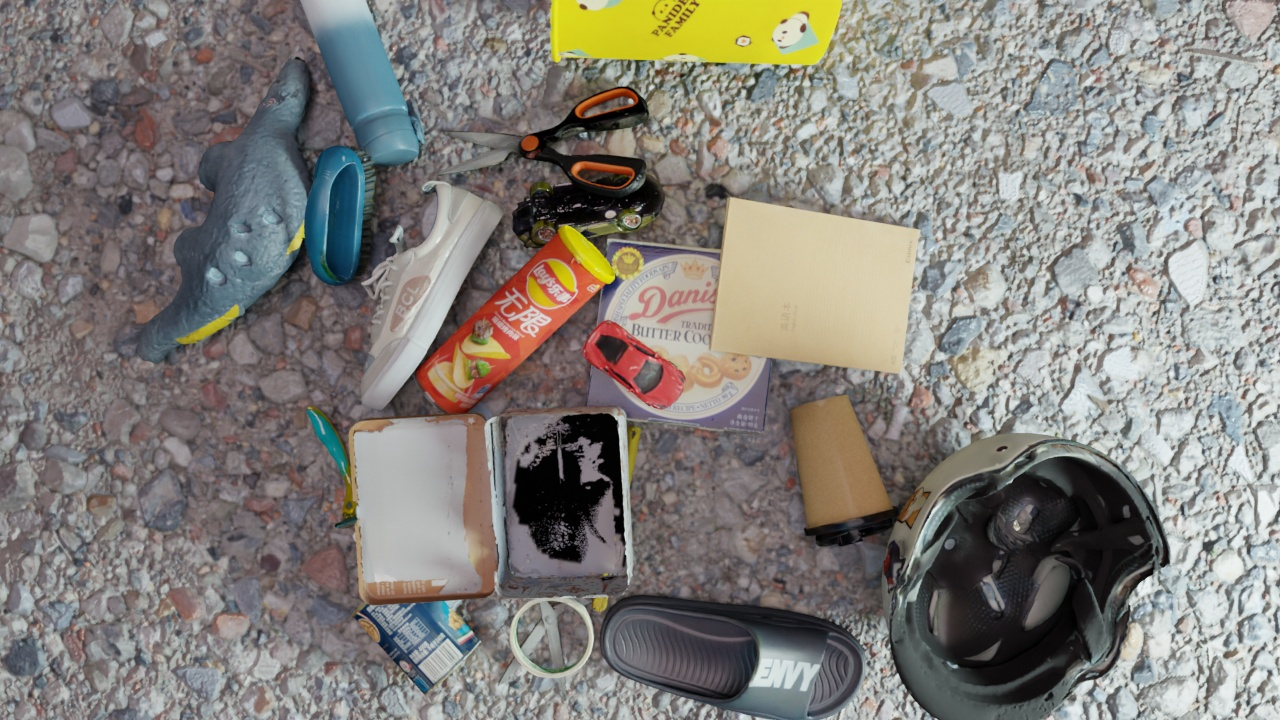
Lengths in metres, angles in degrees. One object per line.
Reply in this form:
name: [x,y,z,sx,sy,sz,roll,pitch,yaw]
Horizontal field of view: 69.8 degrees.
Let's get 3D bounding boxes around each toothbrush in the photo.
toothbrush: [-0.024,0.160,0.933,0.016,0.016,0.190,12,82,1]

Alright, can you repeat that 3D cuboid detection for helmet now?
helmet: [0.329,0.187,0.858,0.230,0.156,0.274,24,100,-9]

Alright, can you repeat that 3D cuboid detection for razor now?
razor: [-0.316,0.108,0.951,0.043,0.028,0.132,-21,90,33]

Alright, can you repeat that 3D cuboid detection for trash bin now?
trash bin: [0.053,-0.386,0.860,0.255,0.229,0.229,6,89,-3]

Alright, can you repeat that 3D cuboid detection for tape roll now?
tape roll: [-0.090,0.280,0.934,0.086,0.014,0.086,0,94,3]

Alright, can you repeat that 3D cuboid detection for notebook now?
notebook: [0.175,-0.071,0.911,0.211,0.012,0.149,7,90,-16]

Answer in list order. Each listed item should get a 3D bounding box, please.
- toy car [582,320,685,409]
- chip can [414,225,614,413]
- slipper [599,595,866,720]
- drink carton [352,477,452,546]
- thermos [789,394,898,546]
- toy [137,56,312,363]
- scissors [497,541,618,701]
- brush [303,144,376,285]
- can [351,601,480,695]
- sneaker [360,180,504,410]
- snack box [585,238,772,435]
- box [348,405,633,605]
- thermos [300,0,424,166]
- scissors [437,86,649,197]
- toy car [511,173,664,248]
toy car: [-0.005,0.005,0.895,0.106,0.031,0.049,37,92,2]
chip can: [-0.126,-0.037,0.905,0.217,0.073,0.073,-41,87,12]
slipper: [0.089,0.301,0.904,0.268,0.083,0.110,9,91,4]
drink carton: [-0.226,0.165,0.937,0.122,0.045,0.053,-32,86,1]
thermos: [0.194,0.110,0.904,0.093,0.093,0.143,-14,79,2]
toy: [-0.404,-0.145,0.938,0.138,0.091,0.356,23,88,30]
scissors: [-0.096,0.261,0.946,0.181,0.014,0.159,-42,88,2]
brush: [-0.305,-0.142,0.916,0.055,0.073,0.144,16,113,11]
can: [-0.223,0.270,0.920,0.075,0.075,0.111,-43,88,1]
sneaker: [-0.233,-0.069,0.919,0.090,0.089,0.242,29,86,-13]
snack box: [0.044,-0.024,0.931,0.178,0.046,0.182,6,89,3]
box: [-0.141,0.136,0.877,0.261,0.082,0.177,-3,92,2]
thermos: [-0.289,-0.307,0.944,0.070,0.070,0.220,-23,88,2]
scissors: [-0.090,-0.227,0.947,0.225,0.022,0.204,30,75,19]
toy car: [-0.053,-0.152,0.933,0.158,0.042,0.070,-9,53,3]
